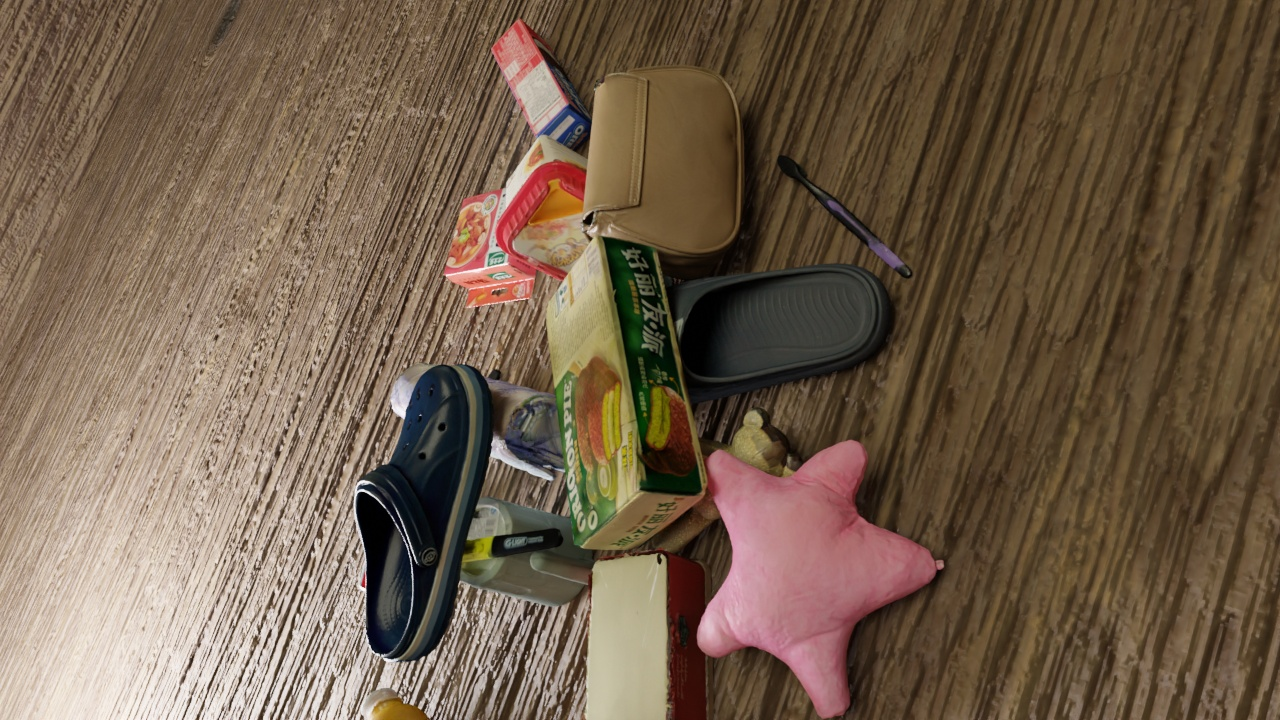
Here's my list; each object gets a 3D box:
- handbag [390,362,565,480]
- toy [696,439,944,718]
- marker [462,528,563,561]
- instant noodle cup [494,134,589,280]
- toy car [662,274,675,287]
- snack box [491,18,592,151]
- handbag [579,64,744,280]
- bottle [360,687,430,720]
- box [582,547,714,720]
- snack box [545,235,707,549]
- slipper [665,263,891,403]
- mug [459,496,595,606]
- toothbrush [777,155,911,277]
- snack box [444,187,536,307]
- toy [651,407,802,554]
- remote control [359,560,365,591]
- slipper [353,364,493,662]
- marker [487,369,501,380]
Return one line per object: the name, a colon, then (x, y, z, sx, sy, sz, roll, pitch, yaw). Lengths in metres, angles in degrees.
handbag: (-0.135, 0.059, 0.882, 0.194, 0.134, 0.075, 10, 76, 44)
toy: (0.125, 0.155, 0.659, 0.179, 0.074, 0.194, -3, 81, 23)
marker: (-0.111, 0.152, 0.756, 0.124, 0.015, 0.018, -16, 66, 36)
instant noodle cup: (-0.087, -0.165, 0.962, 0.117, 0.116, 0.124, -49, 35, 25)
toy car: (-0.003, -0.044, 0.887, 0.106, 0.031, 0.049, -51, 52, 11)
snack box: (-0.119, -0.327, 1.100, 0.058, 0.057, 0.207, -40, 49, 16)
handbag: (0.020, -0.176, 0.859, 0.100, 0.147, 0.204, 125, 152, -63)
bottle: (-0.204, 0.376, 0.840, 0.189, 0.068, 0.068, 35, 95, 44)
box: (0.000, 0.237, 0.722, 0.092, 0.079, 0.168, -17, 60, 33)
snack box: (-0.020, 0.024, 0.756, 0.115, 0.063, 0.239, -49, 43, 45)
slipper: (0.070, -0.028, 0.771, 0.269, 0.083, 0.110, -10, 77, 33)
mug: (-0.092, 0.174, 0.814, 0.124, 0.103, 0.083, 5, 74, 43)
toothbrush: (0.174, -0.127, 0.791, 0.014, 0.016, 0.189, -55, 48, 22)
snack box: (-0.167, -0.132, 1.059, 0.113, 0.044, 0.127, -5, 68, 39)
toy: (0.060, 0.106, 0.751, 0.158, 0.066, 0.105, -40, 80, 25)
remote control: (-0.278, 0.192, 1.021, 0.056, 0.020, 0.135, -3, 69, 40)
slipper: (-0.197, 0.122, 0.768, 0.105, 0.095, 0.252, 4, 82, 44)
marker: (-0.186, 0.065, 1.007, 0.018, 0.015, 0.124, 25, 85, 43)
